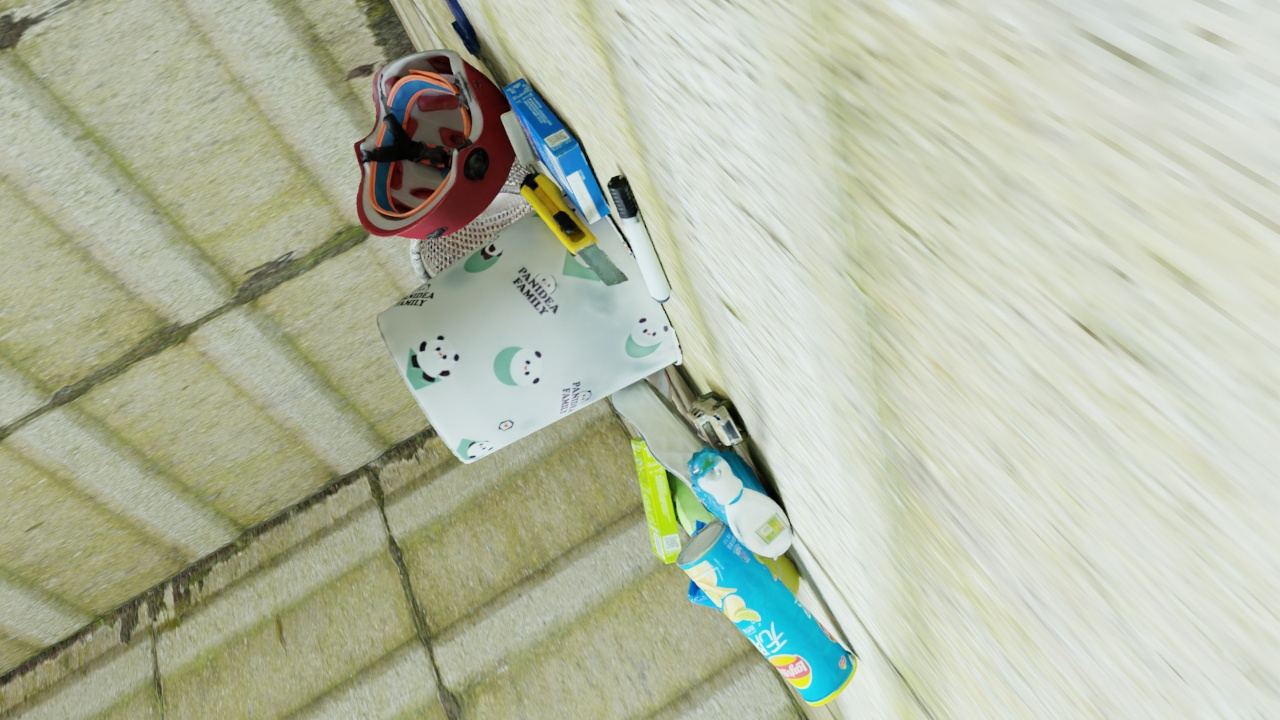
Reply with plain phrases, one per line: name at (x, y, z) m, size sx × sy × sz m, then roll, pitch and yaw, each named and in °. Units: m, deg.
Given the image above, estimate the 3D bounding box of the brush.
brush at (0.078, 0.114, 0.812) m, size 0.109 × 0.060 × 0.314 m, roll 48°, pitch 179°, yaw 37°

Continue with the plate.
plate at (0.045, 0.096, 1.046) m, size 0.205 × 0.045 × 0.205 m, roll 46°, pitch -177°, yaw -4°

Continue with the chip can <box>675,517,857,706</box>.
chip can at (0.133, 0.265, 0.968) m, size 0.210 × 0.071 × 0.071 m, roll 47°, pitch 176°, yaw -5°

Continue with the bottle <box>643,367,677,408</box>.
bottle at (-0.007, 0.007, 1.167) m, size 0.197 × 0.068 × 0.068 m, roll 60°, pitch 176°, yaw -32°

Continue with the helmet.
helmet at (-0.240, -0.249, 1.130) m, size 0.207 × 0.240 × 0.143 m, roll 10°, pitch 175°, yaw 37°

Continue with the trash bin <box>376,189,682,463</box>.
trash bin at (-0.122, -0.033, 0.973) m, size 0.229 × 0.252 × 0.230 m, roll 59°, pitch 175°, yaw 8°

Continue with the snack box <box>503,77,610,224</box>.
snack box at (-0.082, -0.204, 0.887) m, size 0.157 × 0.026 × 0.084 m, roll 55°, pitch 175°, yaw 44°

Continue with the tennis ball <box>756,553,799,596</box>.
tennis ball at (0.146, 0.249, 1.038) m, size 0.065 × 0.065 × 0.065 m, roll 59°, pitch 175°, yaw 7°

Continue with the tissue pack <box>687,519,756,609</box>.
tissue pack at (0.105, 0.250, 1.084) m, size 0.157 × 0.052 × 0.094 m, roll 28°, pitch -122°, yaw -42°

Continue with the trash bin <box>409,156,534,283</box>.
trash bin at (-0.229, -0.223, 1.340) m, size 0.228 × 0.227 × 0.192 m, roll 66°, pitch -175°, yaw -52°

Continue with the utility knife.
utility knife at (-0.066, -0.128, 0.864) m, size 0.219 × 0.033 × 0.015 m, roll 51°, pitch 180°, yaw 44°

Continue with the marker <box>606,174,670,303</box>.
marker at (0.000, -0.097, 0.753) m, size 0.131 × 0.018 × 0.022 m, roll 65°, pitch -162°, yaw -45°

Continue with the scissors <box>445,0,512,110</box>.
scissors at (-0.201, -0.382, 1.132) m, size 0.175 × 0.012 × 0.162 m, roll 53°, pitch 173°, yaw 41°

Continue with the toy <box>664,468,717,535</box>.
toy at (0.076, 0.180, 1.221) m, size 0.227 × 0.090 × 0.246 m, roll 53°, pitch 179°, yaw -6°

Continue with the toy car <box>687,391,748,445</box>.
toy car at (0.071, 0.058, 0.858) m, size 0.042 × 0.035 × 0.090 m, roll 58°, pitch 173°, yaw -10°

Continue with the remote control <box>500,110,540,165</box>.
remote control at (-0.131, -0.250, 1.032) m, size 0.150 × 0.021 × 0.058 m, roll -100°, pitch -12°, yaw -76°

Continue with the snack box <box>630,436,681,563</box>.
snack box at (0.020, 0.176, 1.179) m, size 0.086 × 0.026 × 0.156 m, roll 163°, pitch 95°, yaw -80°
